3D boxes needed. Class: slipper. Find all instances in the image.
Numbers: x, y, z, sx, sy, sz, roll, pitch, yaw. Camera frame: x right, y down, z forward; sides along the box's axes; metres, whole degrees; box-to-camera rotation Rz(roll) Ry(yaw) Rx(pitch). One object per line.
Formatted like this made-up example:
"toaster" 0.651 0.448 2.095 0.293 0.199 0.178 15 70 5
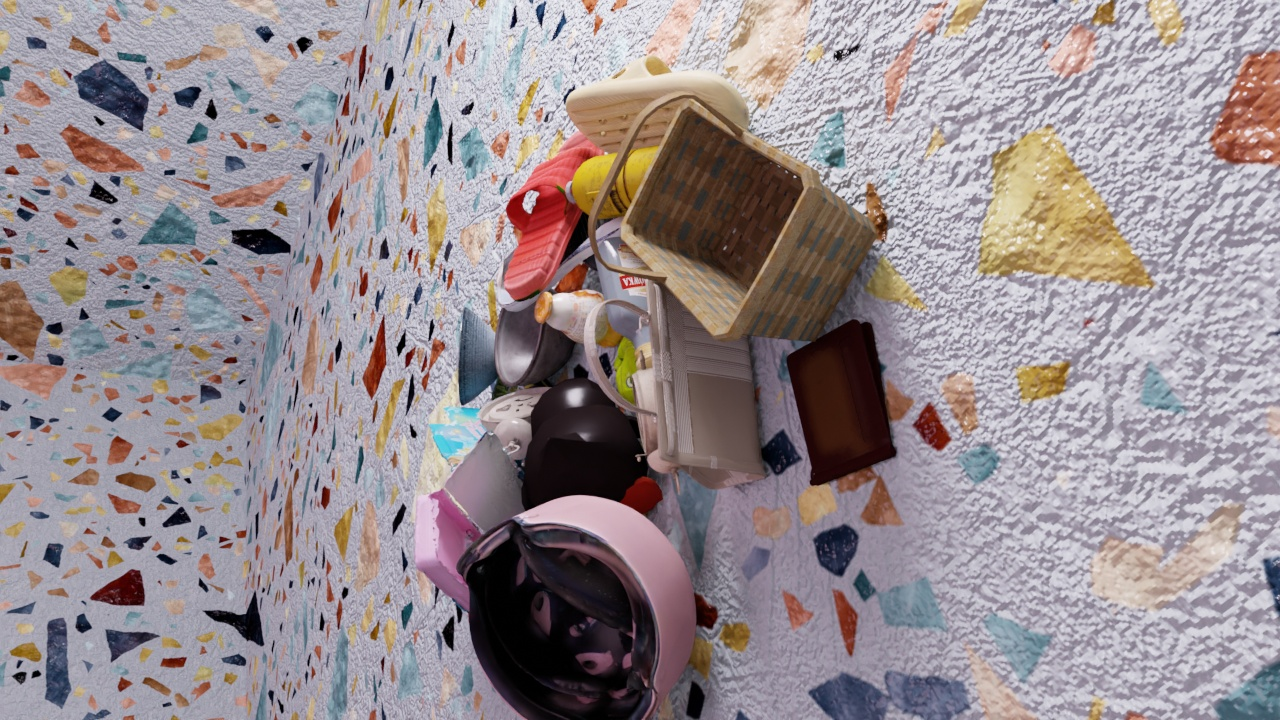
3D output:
"slipper" 0.026 -0.277 0.991 0.262 0.111 0.079 11 61 51
"slipper" -0.066 -0.142 1.105 0.264 0.063 0.111 -33 46 21
"slipper" -0.114 -0.184 1.084 0.104 0.059 0.248 -10 52 43

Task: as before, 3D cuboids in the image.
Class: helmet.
"helmet" -0.053 0.237 0.879 0.230 0.152 0.256 39 124 15

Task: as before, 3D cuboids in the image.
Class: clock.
"clock" -0.143 0.085 1.105 0.156 0.103 0.061 -76 -26 -71
"clock" 0.020 0.066 0.895 0.093 0.054 0.140 87 173 -60

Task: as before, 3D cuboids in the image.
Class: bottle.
"bottle" -0.066 -0.051 1.053 0.063 0.109 0.063 -21 64 54
"bottle" -0.001 -0.058 0.984 0.046 0.072 0.161 -54 39 45
"bottle" -0.014 -0.191 0.994 0.164 0.071 0.071 0 81 39

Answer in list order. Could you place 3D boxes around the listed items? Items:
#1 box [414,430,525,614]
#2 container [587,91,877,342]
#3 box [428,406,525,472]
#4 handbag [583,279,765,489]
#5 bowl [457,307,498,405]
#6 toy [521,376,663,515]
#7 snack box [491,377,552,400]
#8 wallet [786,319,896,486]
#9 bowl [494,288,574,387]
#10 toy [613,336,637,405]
"box" -0.170 0.189 0.984 0.063 0.231 0.160 7 59 19
"container" 0.055 -0.129 0.781 0.158 0.186 0.250 -62 32 17
"box" -0.177 0.126 1.163 0.085 0.170 0.227 -46 36 -1
"handbag" 0.024 0.008 0.797 0.062 0.197 0.175 -20 63 36
"bowl" -0.217 -0.005 1.271 0.137 0.057 0.137 180 92 -85
"toy" -0.071 0.082 0.997 0.159 0.140 0.184 -30 33 7
"snack box" -0.162 0.049 1.263 0.147 0.025 0.080 42 117 55
"wallet" 0.160 0.035 0.746 0.092 0.018 0.115 -34 55 50
"bowl" -0.131 -0.033 1.195 0.145 0.067 0.144 -24 61 54
"toy" -0.006 0.006 1.011 0.094 0.036 0.093 -19 62 62
